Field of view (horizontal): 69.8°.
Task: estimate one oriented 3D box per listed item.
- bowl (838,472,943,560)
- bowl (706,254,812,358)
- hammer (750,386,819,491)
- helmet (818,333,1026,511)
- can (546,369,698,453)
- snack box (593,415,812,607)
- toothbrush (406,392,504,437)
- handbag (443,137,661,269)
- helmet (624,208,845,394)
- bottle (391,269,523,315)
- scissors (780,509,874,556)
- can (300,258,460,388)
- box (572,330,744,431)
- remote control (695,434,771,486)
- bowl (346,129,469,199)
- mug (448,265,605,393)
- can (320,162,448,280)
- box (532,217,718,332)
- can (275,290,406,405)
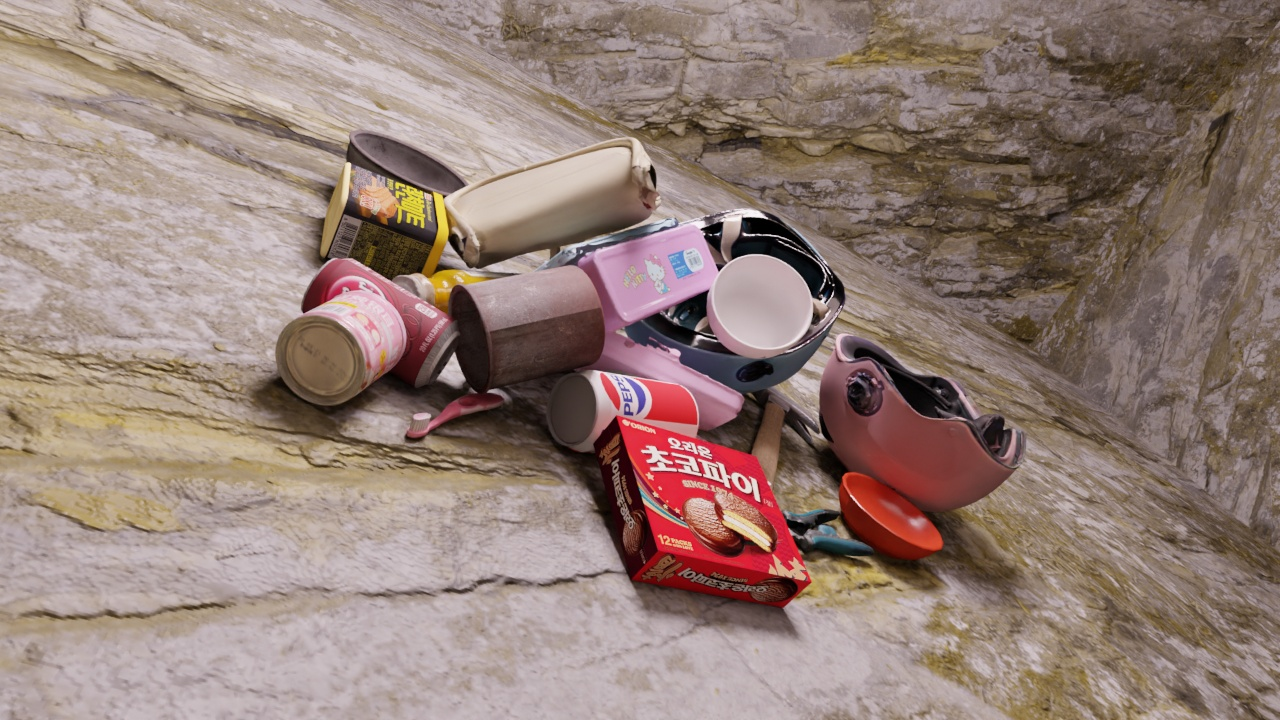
[{"bbox_3d":[0.256,0.170,0.967,0.122,0.035,0.121,27,19,-11],"label":"bowl"},{"bbox_3d":[0.117,-0.050,0.932,0.105,0.104,0.054,32,-21,3],"label":"bowl"},{"bbox_3d":[0.140,0.089,1.008,0.119,0.031,0.330,32,18,2],"label":"hammer"},{"bbox_3d":[0.315,0.081,1.098,0.255,0.153,0.229,42,24,27],"label":"helmet"},{"bbox_3d":[-0.013,0.049,0.809,0.132,0.070,0.070,10,28,-46],"label":"can"},{"bbox_3d":[0.048,0.121,0.732,0.152,0.036,0.132,19,34,-32],"label":"snack box"},{"bbox_3d":[-0.142,0.039,0.722,0.021,0.016,0.134,24,17,16],"label":"toothbrush"},{"bbox_3d":[-0.084,-0.137,0.939,0.183,0.229,0.132,-88,157,-70],"label":"handbag"},{"bbox_3d":[0.094,-0.051,1.055,0.265,0.167,0.225,-10,50,-26],"label":"helmet"},{"bbox_3d":[-0.163,-0.060,0.880,0.053,0.053,0.185,39,20,21],"label":"bottle"},{"bbox_3d":[0.169,0.163,0.878,0.150,0.019,0.120,27,20,-7],"label":"scissors"},{"bbox_3d":[-0.204,-0.030,0.727,0.114,0.063,0.063,31,19,-1],"label":"can"},{"bbox_3d":[-0.009,0.014,0.923,0.201,0.058,0.156,26,-13,-16],"label":"box"},{"bbox_3d":[0.059,0.090,0.880,0.136,0.011,0.050,32,17,31],"label":"remote control"},{"bbox_3d":[-0.270,-0.194,1.036,0.145,0.067,0.144,27,19,-11],"label":"bowl"},{"bbox_3d":[-0.099,-0.020,0.772,0.110,0.123,0.096,-9,68,-26],"label":"mug"},{"bbox_3d":[-0.253,-0.133,0.904,0.101,0.073,0.130,19,22,-24],"label":"can"},{"bbox_3d":[-0.016,-0.081,0.902,0.213,0.093,0.090,-28,95,-56],"label":"box"},{"bbox_3d":[-0.213,-0.011,0.659,0.067,0.067,0.076,30,19,-2],"label":"can"}]
